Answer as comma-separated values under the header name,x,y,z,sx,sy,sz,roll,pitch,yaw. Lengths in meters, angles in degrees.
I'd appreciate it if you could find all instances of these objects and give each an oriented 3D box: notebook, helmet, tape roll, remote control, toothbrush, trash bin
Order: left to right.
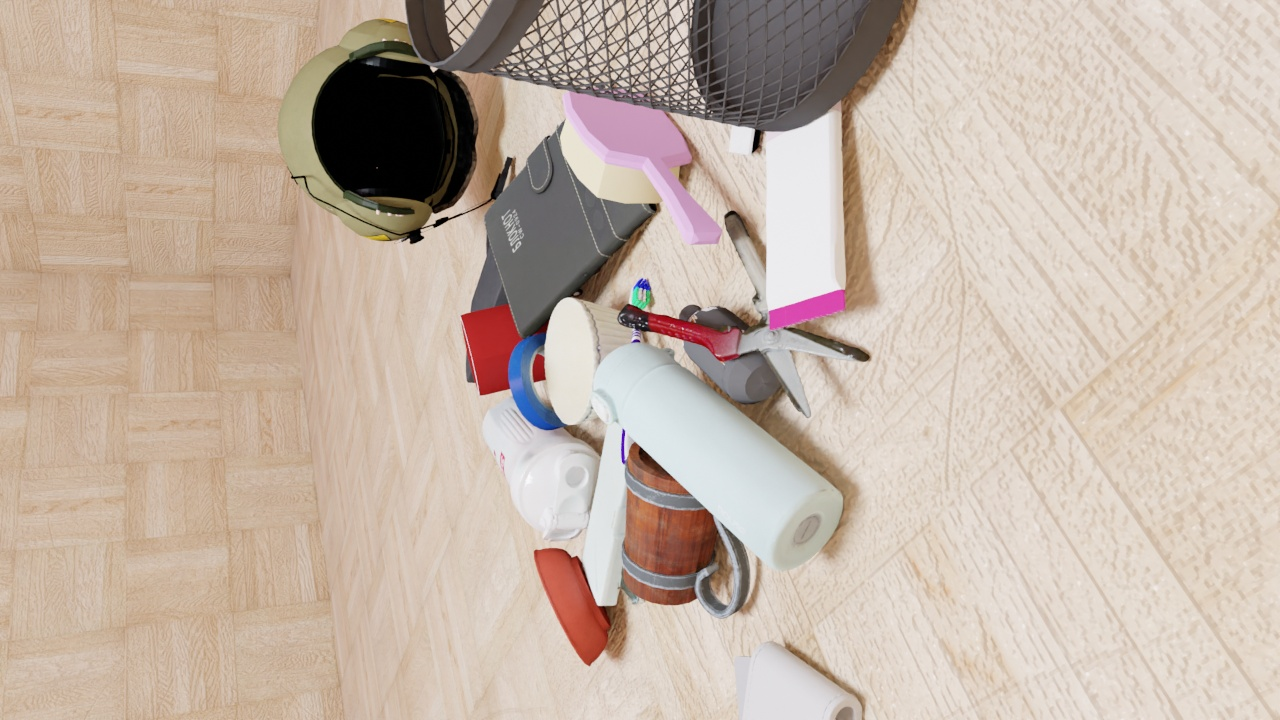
name,x,y,z,sx,sy,sz,roll,pitch,yaw
helmet,-0.295,-0.269,1.099,0.233,0.255,0.250,18,106,58
tape roll,-0.091,0.020,0.893,0.016,0.091,0.093,-18,100,34
notebook,-0.075,-0.145,0.888,0.210,0.029,0.169,-39,57,33
toothbrush,-0.005,0.005,0.768,0.016,0.015,0.186,130,151,-48
trash bin,0.010,-0.251,0.528,0.218,0.227,0.217,-16,71,57
remote control,0.082,-0.209,0.651,0.028,0.011,0.124,32,120,59

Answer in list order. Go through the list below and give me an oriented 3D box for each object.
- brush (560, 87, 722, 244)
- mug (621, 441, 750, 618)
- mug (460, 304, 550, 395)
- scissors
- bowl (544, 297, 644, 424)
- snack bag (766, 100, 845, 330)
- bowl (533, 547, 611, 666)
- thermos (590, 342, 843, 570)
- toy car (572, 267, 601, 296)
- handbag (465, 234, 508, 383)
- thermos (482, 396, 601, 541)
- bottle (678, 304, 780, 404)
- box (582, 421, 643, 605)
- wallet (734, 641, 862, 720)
name,x,y,z,sx,sy,sz,roll,pitch,yaw
brush,0.003,-0.147,0.726,0.228,0.089,0.043,-119,33,-42
mug,0.037,0.129,0.696,0.117,0.081,0.111,26,119,40
mug,-0.133,-0.007,0.977,0.117,0.096,0.080,95,158,-56
scissors,0.068,-0.038,0.631,0.199,0.015,0.178,-3,55,30
bowl,-0.039,0.000,0.841,0.115,0.062,0.115,4,95,63
snack bag,0.105,-0.120,0.585,0.070,0.016,0.196,-17,69,58
bowl,-0.061,0.230,0.885,0.122,0.035,0.122,63,176,7
thermos,0.044,0.057,0.636,0.207,0.077,0.065,40,148,41
toy car,-0.071,-0.095,0.927,0.093,0.037,0.040,-44,52,55
handbag,-0.164,-0.103,1.085,0.176,0.072,0.195,119,144,-45
thermos,-0.102,0.105,0.949,0.220,0.099,0.099,-146,59,-63
bottle,0.060,-0.010,0.664,0.112,0.047,0.047,47,131,51
box,-0.015,0.123,0.818,0.083,0.067,0.199,31,121,37
wallet,0.095,0.257,0.620,0.115,0.037,0.118,18,104,62
